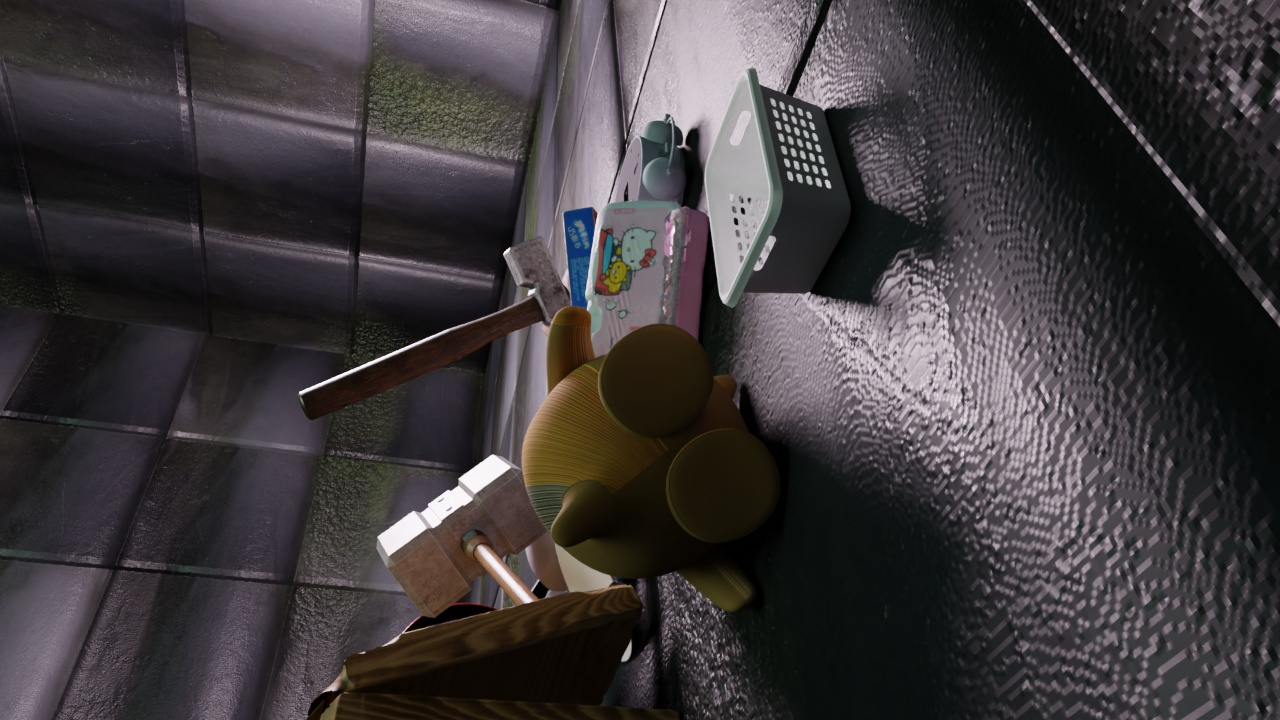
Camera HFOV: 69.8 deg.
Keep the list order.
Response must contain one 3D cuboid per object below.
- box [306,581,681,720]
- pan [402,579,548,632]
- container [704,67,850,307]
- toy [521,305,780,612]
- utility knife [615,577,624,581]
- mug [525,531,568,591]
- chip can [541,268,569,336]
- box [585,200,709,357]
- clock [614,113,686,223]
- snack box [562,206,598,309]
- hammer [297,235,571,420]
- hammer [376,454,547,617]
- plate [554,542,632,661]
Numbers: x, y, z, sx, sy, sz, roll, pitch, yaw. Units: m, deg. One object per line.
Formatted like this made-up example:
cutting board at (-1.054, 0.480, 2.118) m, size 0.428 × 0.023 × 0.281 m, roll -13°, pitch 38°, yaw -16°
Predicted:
box at (-0.131, 0.321, 0.684) m, size 0.215 × 0.257 × 0.280 m, roll -100°, pitch 22°, yaw -50°
pan at (-0.145, 0.311, 0.990) m, size 0.067 × 0.209 × 0.355 m, roll -51°, pitch 6°, yaw 33°
container at (0.076, -0.096, 0.519) m, size 0.081 × 0.049 × 0.129 m, roll 112°, pitch 162°, yaw -46°
toy at (-0.001, 0.063, 0.592) m, size 0.198 × 0.162 × 0.204 m, roll 57°, pitch 165°, yaw 1°
utility knife at (-0.033, 0.234, 0.870) m, size 0.031 × 0.015 × 0.174 m, roll -108°, pitch 30°, yaw -54°
mug at (-0.087, 0.195, 1.016) m, size 0.089 × 0.071 × 0.107 m, roll -109°, pitch 36°, yaw -58°
chip can at (-0.064, -0.074, 1.079) m, size 0.230 × 0.079 × 0.079 m, roll 126°, pitch 150°, yaw -65°
box at (-0.004, -0.027, 0.730) m, size 0.088 × 0.095 × 0.201 m, roll 150°, pitch 128°, yaw -71°
clock at (0.009, -0.159, 0.876) m, size 0.160 × 0.045 × 0.122 m, roll 115°, pitch 160°, yaw -49°
snack box at (-0.045, -0.066, 0.912) m, size 0.087 × 0.034 × 0.151 m, roll 40°, pitch -137°, yaw -76°
hammer at (-0.193, 0.023, 0.963) m, size 0.217 × 0.300 × 0.037 m, roll 67°, pitch 162°, yaw -6°
hammer at (-0.137, 0.193, 0.862) m, size 0.083 × 0.162 × 0.318 m, roll 60°, pitch 162°, yaw -18°
plate at (-0.039, 0.199, 0.807) m, size 0.134 × 0.011 × 0.135 m, roll 45°, pitch 147°, yaw 41°
